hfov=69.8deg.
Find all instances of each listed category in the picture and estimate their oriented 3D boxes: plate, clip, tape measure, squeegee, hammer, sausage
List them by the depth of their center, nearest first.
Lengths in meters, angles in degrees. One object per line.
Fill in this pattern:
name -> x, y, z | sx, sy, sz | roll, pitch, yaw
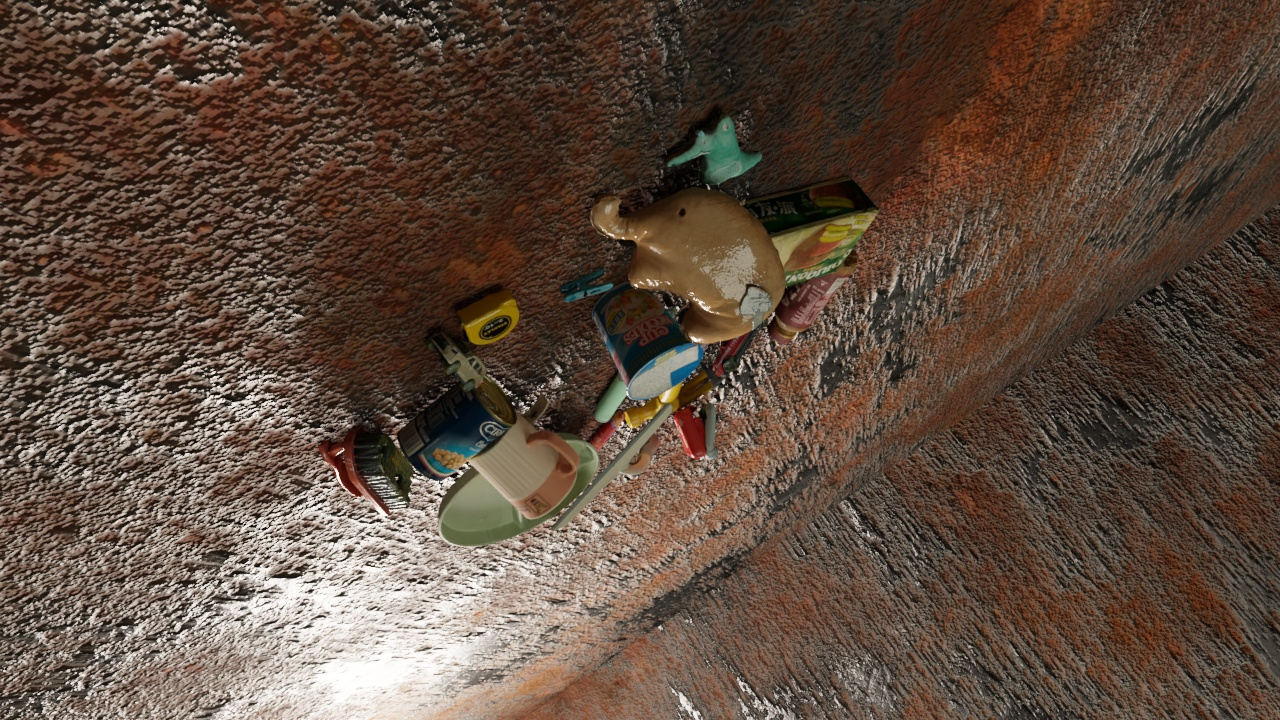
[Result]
tape measure -> -0.150, -0.043, 0.902 | 0.060, 0.029, 0.057 | -29, 155, -13
clip -> -0.058, -0.078, 0.966 | 0.056, 0.041, 0.014 | -24, 153, -16
clip -> -0.154, 0.086, 1.143 | 0.064, 0.034, 0.098 | -17, 148, -33
plate -> -0.160, 0.168, 1.199 | 0.230, 0.027, 0.231 | -24, 150, -15
hammer -> 0.049, 0.010, 1.217 | 0.128, 0.033, 0.301 | -22, 160, -14
sausage -> -0.063, 0.118, 1.345 | 0.020, 0.020, 0.156 | -8, 145, -46
squeegee -> -0.002, 0.145, 1.356 | 0.247, 0.039, 0.246 | -48, 173, 14

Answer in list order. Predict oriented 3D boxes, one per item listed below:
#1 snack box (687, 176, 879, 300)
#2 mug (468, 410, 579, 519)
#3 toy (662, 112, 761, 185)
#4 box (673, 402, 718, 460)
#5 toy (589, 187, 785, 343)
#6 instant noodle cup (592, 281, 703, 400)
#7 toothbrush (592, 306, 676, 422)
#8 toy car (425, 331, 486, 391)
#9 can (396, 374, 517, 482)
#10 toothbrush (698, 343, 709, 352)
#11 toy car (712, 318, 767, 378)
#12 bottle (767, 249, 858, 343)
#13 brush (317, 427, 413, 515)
snack box -> 0.161, -0.138, 1.082 | 0.239, 0.063, 0.115 | -19, 153, -32
mug -> -0.127, 0.114, 1.048 | 0.115, 0.106, 0.081 | -23, -150, 37
toy -> 0.070, -0.201, 0.886 | 0.096, 0.030, 0.092 | -26, 152, 1
box -> 0.094, 0.108, 1.371 | 0.068, 0.090, 0.201 | -20, 175, -1
toy -> 0.051, -0.112, 0.919 | 0.143, 0.082, 0.226 | -43, 118, 11
instant noodle cup -> 0.000, -0.027, 1.028 | 0.099, 0.110, 0.099 | -27, 155, -14
toothbrush -> -0.007, 0.007, 1.190 | 0.027, 0.026, 0.225 | -9, 147, -39
toy car -> -0.184, -0.002, 0.923 | 0.035, 0.042, 0.090 | -42, 159, -7
can -> -0.201, 0.073, 1.002 | 0.111, 0.075, 0.075 | -38, 157, 10
toothbrush -> 0.095, -0.042, 1.239 | 0.029, 0.021, 0.190 | -58, 177, -39
toy car -> 0.134, -0.032, 1.243 | 0.120, 0.045, 0.053 | -60, 169, 9
bottle -> 0.233, -0.091, 1.274 | 0.057, 0.057, 0.175 | -16, 151, -37
brush -> -0.296, 0.117, 0.991 | 0.069, 0.063, 0.146 | -2, 153, 1
